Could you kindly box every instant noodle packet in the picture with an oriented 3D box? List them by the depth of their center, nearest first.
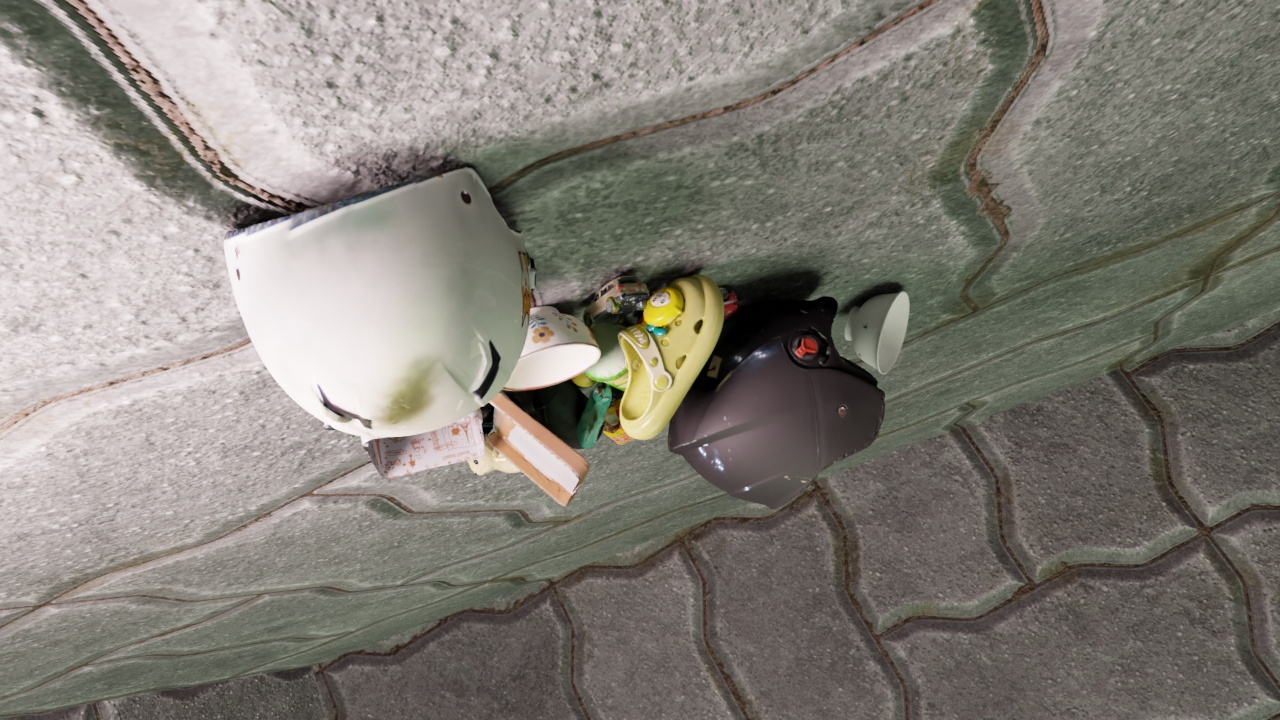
[{"bbox_3d":[-0.008,0.083,1.319,0.111,0.044,0.128,-22,163,2],"label":"instant noodle packet"}]

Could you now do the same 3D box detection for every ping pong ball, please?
[{"bbox_3d":[-0.067,0.012,1.122,0.040,0.040,0.040,-17,163,-6],"label":"ping pong ball"}]

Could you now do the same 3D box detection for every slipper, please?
[{"bbox_3d":[0.018,-0.008,0.971,0.081,0.190,0.092,23,-175,-34],"label":"slipper"}]

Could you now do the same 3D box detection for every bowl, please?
[{"bbox_3d":[-0.104,-0.018,0.957,0.113,0.062,0.113,-18,163,-6],"label":"bowl"},{"bbox_3d":[0.325,-0.046,1.286,0.065,0.118,0.118,17,-179,29],"label":"bowl"}]

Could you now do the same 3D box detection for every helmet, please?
[{"bbox_3d":[-0.183,-0.019,0.713,0.230,0.156,0.274,-16,163,-8],"label":"helmet"},{"bbox_3d":[0.155,0.042,1.127,0.230,0.274,0.234,12,166,-8],"label":"helmet"}]

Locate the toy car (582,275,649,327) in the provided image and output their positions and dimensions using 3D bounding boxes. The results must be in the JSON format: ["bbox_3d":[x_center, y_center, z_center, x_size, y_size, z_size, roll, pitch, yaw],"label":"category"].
[{"bbox_3d":[-0.028,-0.059,0.955,0.042,0.035,0.091,-6,164,-32],"label":"toy car"}]

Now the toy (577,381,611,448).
[{"bbox_3d":[-0.056,0.061,1.119,0.030,0.091,0.096,17,170,3],"label":"toy"}]

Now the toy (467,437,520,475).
[{"bbox_3d":[-0.172,0.143,1.297,0.157,0.066,0.105,14,162,1],"label":"toy"}]

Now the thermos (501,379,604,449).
[{"bbox_3d":[-0.108,0.060,1.126,0.068,0.090,0.242,-13,160,10],"label":"thermos"}]

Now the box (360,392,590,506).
[{"bbox_3d":[-0.188,0.083,1.039,0.272,0.130,0.179,14,159,-4],"label":"box"}]

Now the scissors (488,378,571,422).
[{"bbox_3d":[-0.129,0.044,1.203,0.166,0.014,0.163,-17,162,-11],"label":"scissors"}]

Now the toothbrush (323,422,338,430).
[{"bbox_3d":[-0.328,0.083,1.117,0.016,0.018,0.181,-15,166,15],"label":"toothbrush"}]

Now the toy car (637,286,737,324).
[{"bbox_3d":[0.056,-0.049,1.057,0.120,0.045,0.053,-16,164,-17],"label":"toy car"}]

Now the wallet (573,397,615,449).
[{"bbox_3d":[-0.099,0.100,1.355,0.129,0.037,0.107,-24,158,-19],"label":"wallet"}]

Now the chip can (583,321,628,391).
[{"bbox_3d":[-0.007,0.007,1.115,0.073,0.072,0.221,-23,162,14],"label":"chip can"}]

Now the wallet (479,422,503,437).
[{"bbox_3d":[-0.196,0.092,1.227,0.120,0.019,0.097,-3,176,-35],"label":"wallet"}]
